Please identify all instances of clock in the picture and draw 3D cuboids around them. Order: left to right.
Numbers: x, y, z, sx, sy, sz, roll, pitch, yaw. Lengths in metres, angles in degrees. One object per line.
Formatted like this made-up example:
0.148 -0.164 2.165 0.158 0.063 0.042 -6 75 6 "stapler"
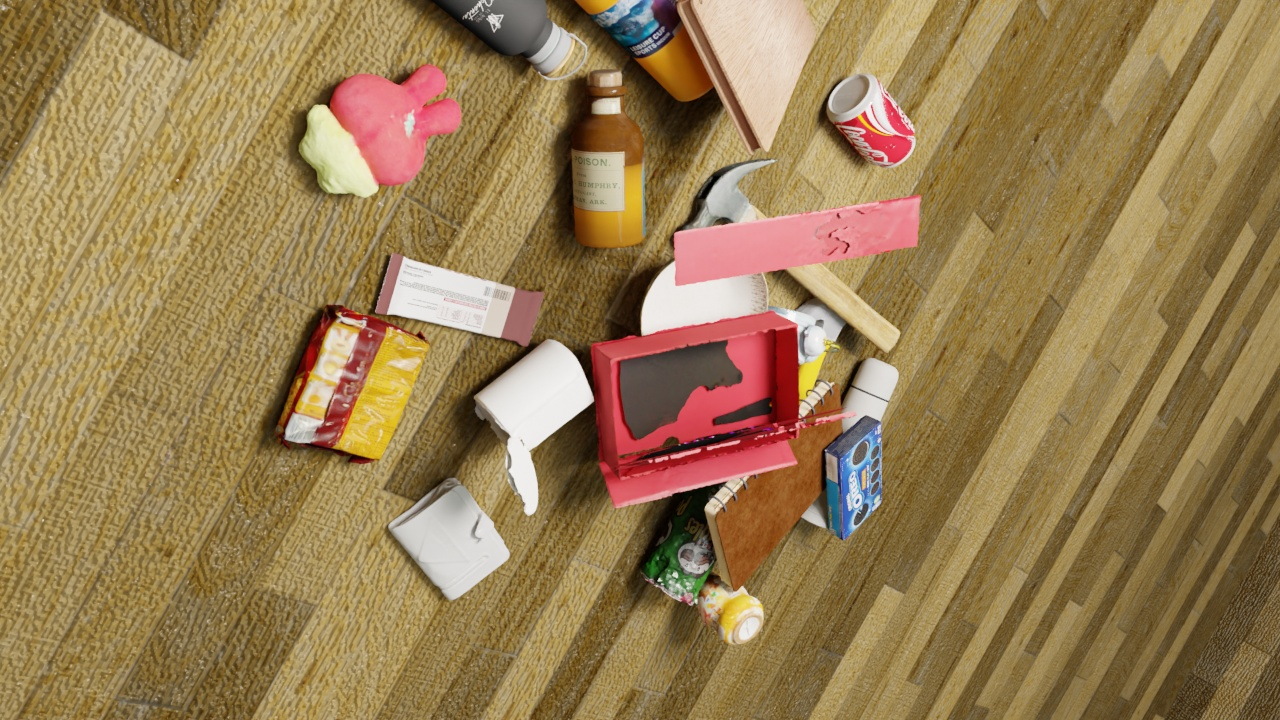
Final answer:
0.164 -0.026 1.022 0.117 0.083 0.057 11 83 6 "clock"

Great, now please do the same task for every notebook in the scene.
0.104 -0.322 0.860 0.169 0.022 0.209 55 44 -36 "notebook"
0.160 0.140 1.056 0.225 0.024 0.168 -43 140 -25 "notebook"

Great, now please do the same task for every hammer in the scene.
0.184 0.076 1.130 0.127 0.029 0.324 11 102 -37 "hammer"
0.189 -0.104 1.037 0.330 0.033 0.132 34 84 -31 "hammer"

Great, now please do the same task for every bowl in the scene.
0.055 -0.059 0.957 0.145 0.063 0.145 -10 117 -21 "bowl"

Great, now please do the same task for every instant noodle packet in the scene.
-0.252 0.024 0.799 0.098 0.040 0.135 22 93 -38 "instant noodle packet"

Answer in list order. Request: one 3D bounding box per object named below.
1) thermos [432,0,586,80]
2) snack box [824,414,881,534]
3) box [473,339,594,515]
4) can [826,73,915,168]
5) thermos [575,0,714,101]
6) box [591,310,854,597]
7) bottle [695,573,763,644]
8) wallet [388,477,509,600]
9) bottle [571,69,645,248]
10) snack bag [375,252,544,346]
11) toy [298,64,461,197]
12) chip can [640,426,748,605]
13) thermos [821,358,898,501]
-0.135 -0.303 0.739 0.231 0.061 0.061 31 89 -38 "thermos"
0.264 0.147 1.136 0.082 0.027 0.150 -38 134 -27 "snack box"
-0.094 0.059 0.857 0.137 0.143 0.083 -38 140 -15 "box"
0.260 -0.266 1.025 0.104 0.064 0.064 34 87 -38 "can"
-0.009 -0.330 0.798 0.232 0.092 0.076 34 46 -38 "thermos"
0.097 0.213 0.916 0.215 0.141 0.511 -10 93 -20 "box"
0.095 0.287 1.095 0.063 0.109 0.063 -18 124 -29 "bottle"
-0.185 0.180 0.910 0.086 0.032 0.116 -41 126 -12 "wallet"
-0.030 -0.187 0.852 0.067 0.068 0.157 -15 115 -30 "bottle"
-0.163 -0.054 0.846 0.157 0.013 0.057 12 98 -37 "snack bag"
-0.209 -0.188 0.742 0.135 0.045 0.092 -38 122 -12 "toy"
0.085 0.168 1.066 0.075 0.075 0.223 28 90 -39 "chip can"
0.267 0.105 1.181 0.052 0.052 0.224 19 96 -38 "thermos"
